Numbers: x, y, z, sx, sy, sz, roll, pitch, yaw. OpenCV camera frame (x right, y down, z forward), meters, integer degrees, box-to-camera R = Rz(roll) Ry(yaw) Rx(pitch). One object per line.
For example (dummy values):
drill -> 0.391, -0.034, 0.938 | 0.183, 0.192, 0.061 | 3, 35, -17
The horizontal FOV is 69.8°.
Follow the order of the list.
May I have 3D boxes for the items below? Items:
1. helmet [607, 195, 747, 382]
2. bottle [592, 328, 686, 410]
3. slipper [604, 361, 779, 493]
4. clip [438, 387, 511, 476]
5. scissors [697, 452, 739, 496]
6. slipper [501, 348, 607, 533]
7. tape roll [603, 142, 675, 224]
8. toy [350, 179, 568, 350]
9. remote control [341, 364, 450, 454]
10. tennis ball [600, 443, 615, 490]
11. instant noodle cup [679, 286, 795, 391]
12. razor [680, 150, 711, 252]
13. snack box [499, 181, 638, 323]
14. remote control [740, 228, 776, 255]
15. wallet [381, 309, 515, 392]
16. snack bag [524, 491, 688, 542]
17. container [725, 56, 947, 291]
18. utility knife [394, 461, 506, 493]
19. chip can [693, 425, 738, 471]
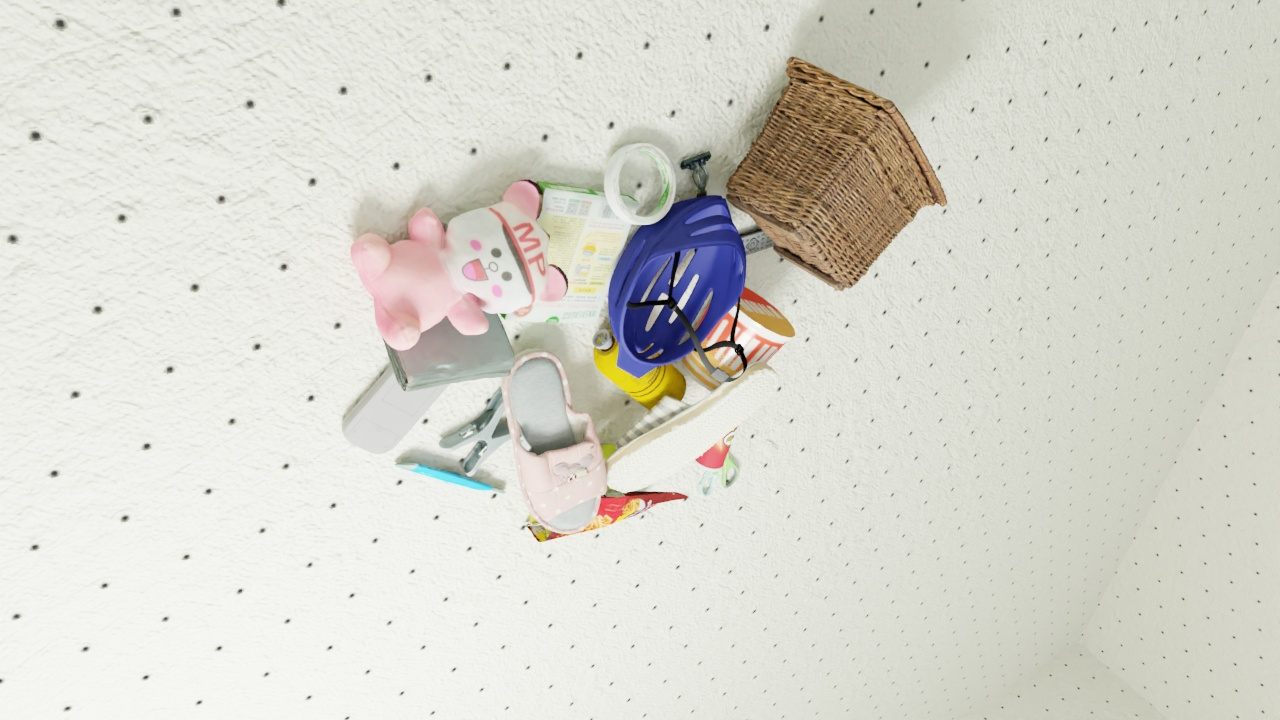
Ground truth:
helmet -> 0.065, -0.074, 1.084 | 0.147, 0.228, 0.241 | 31, 96, -39
bottle -> -0.007, 0.007, 1.211 | 0.071, 0.071, 0.164 | -47, 138, 2
slipper -> 0.065, 0.085, 1.235 | 0.273, 0.054, 0.114 | -33, 139, 6
clip -> -0.168, 0.088, 1.180 | 0.163, 0.028, 0.115 | -37, 136, -7
scissors -> 0.141, 0.146, 1.483 | 0.092, 0.032, 0.175 | -7, 130, -31
slipper -> -0.107, 0.112, 1.161 | 0.114, 0.054, 0.275 | -25, 120, -20
tape roll -> 0.000, -0.204, 1.063 | 0.093, 0.018, 0.094 | -7, 101, -37
toy -> -0.186, -0.099, 0.969 | 0.212, 0.084, 0.142 | -23, 99, -18
remote control -> -0.278, 0.042, 1.064 | 0.151, 0.019, 0.074 | -48, 138, 3
tennis ball -> -0.043, 0.151, 1.300 | 0.065, 0.065, 0.065 | -21, 133, -25
instant noodle cup -> 0.126, -0.025, 1.262 | 0.123, 0.123, 0.121 | 12, 121, -43
razor -> 0.075, -0.191, 1.155 | 0.042, 0.022, 0.144 | -24, 134, -20
snack box -> -0.085, -0.122, 1.080 | 0.131, 0.027, 0.168 | 0, 122, -39
remote control -> 0.145, -0.158, 1.243 | 0.136, 0.013, 0.033 | -21, 133, -24
wallet -> -0.213, -0.017, 1.010 | 0.131, 0.100, 0.054 | -6, 147, -34
snack bag -> -0.052, 0.210, 1.325 | 0.207, 0.066, 0.139 | -3, 161, -35
container -> 0.236, -0.213, 1.140 | 0.183, 0.162, 0.249 | -54, 143, 4
utility knife -> -0.237, 0.153, 1.184 | 0.185, 0.031, 0.015 | 30, 61, -48
chip can -> 0.133, 0.067, 1.383 | 0.051, 0.052, 0.215 | -5, 124, -36
